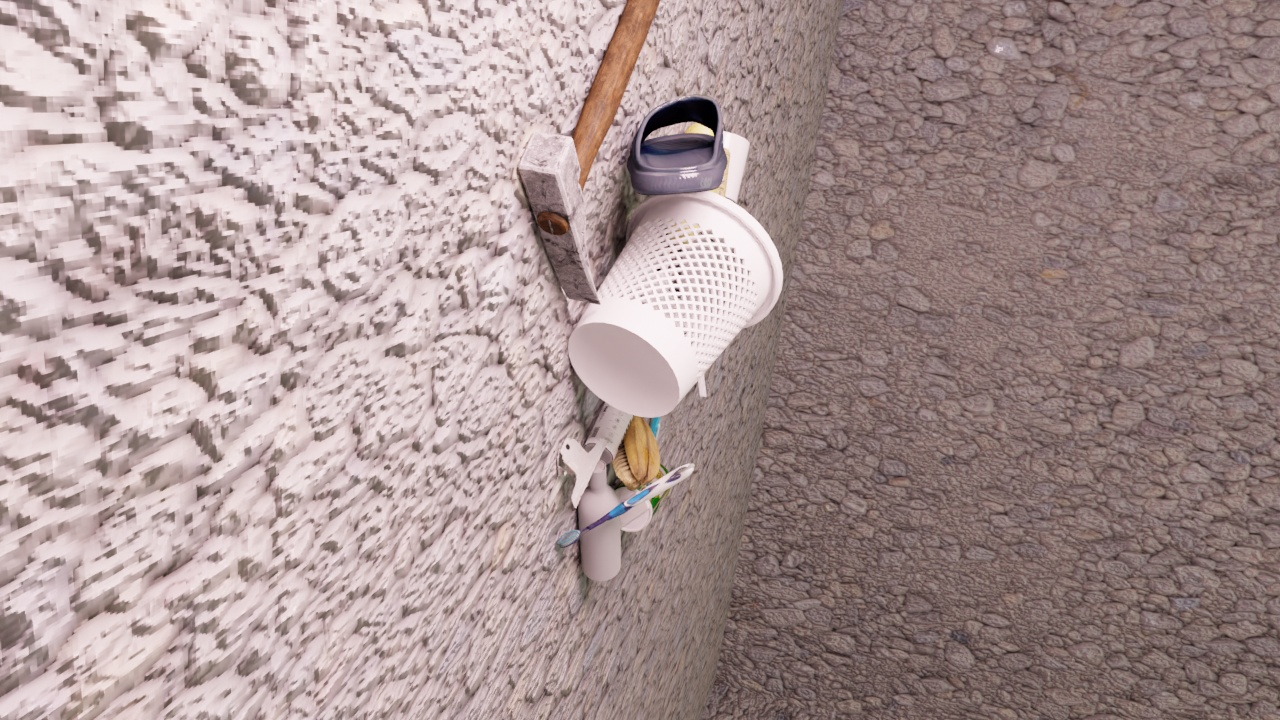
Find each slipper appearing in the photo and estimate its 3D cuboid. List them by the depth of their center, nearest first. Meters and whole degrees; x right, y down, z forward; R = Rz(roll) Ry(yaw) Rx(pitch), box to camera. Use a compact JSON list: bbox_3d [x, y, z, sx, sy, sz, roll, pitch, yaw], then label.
[{"bbox_3d":[0.035,-0.231,0.956,0.267,0.111,0.083,-81,167,-68],"label":"slipper"}]

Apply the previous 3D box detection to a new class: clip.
[{"bbox_3d":[-0.077,0.118,1.040,0.058,0.052,0.101,-51,-170,45],"label":"clip"}]

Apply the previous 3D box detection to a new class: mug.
[{"bbox_3d":[0.110,-0.281,1.364,0.110,0.073,0.090,-177,-80,-78],"label":"mug"}]

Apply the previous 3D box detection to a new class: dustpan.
[{"bbox_3d":[0.095,-0.072,1.430,0.163,0.033,0.257,8,75,-71],"label":"dustpan"}]

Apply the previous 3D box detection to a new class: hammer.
[{"bbox_3d":[-0.031,-0.225,0.894,0.218,0.037,0.299,77,28,-61],"label":"hammer"}]

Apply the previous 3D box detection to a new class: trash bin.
[{"bbox_3d":[0.028,-0.054,1.012,0.199,0.195,0.196,-54,155,-36],"label":"trash bin"}]

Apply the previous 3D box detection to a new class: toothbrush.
[{"bbox_3d":[-0.018,0.171,1.087,0.016,0.189,0.017,59,-1,27],"label":"toothbrush"}]

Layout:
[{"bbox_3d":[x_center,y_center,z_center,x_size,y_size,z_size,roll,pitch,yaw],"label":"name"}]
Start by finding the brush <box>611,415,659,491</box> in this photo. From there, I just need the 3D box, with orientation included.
[{"bbox_3d":[-0.008,0.112,1.173,0.059,0.043,0.195,54,9,-15],"label":"brush"}]

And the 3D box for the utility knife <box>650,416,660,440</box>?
[{"bbox_3d":[0.033,0.058,1.407,0.022,0.015,0.179,-58,164,-52],"label":"utility knife"}]

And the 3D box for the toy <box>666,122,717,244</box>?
[{"bbox_3d":[0.070,-0.241,1.226,0.155,0.064,0.170,143,-43,-84],"label":"toy"}]

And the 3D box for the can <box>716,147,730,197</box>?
[{"bbox_3d":[0.103,-0.257,1.288,0.038,0.038,0.079,16,81,-76],"label":"can"}]

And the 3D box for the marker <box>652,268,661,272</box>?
[{"bbox_3d":[0.003,-0.110,1.186,0.151,0.011,0.011,-37,138,-69],"label":"marker"}]

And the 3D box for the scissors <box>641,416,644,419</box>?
[{"bbox_3d":[0.007,0.040,1.294,0.157,0.012,0.165,81,19,-80],"label":"scissors"}]

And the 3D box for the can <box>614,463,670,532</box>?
[{"bbox_3d":[-0.001,0.194,1.324,0.120,0.067,0.067,-42,142,-68],"label":"can"}]

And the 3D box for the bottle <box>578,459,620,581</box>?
[{"bbox_3d":[-0.052,0.199,1.154,0.052,0.052,0.196,-63,160,-45],"label":"bottle"}]

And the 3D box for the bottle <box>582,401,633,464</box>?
[{"bbox_3d":[-0.033,0.075,1.141,0.041,0.041,0.115,88,20,-45],"label":"bottle"}]

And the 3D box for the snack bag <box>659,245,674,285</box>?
[{"bbox_3d":[0.024,-0.085,1.287,0.057,0.013,0.157,73,32,-66],"label":"snack bag"}]
